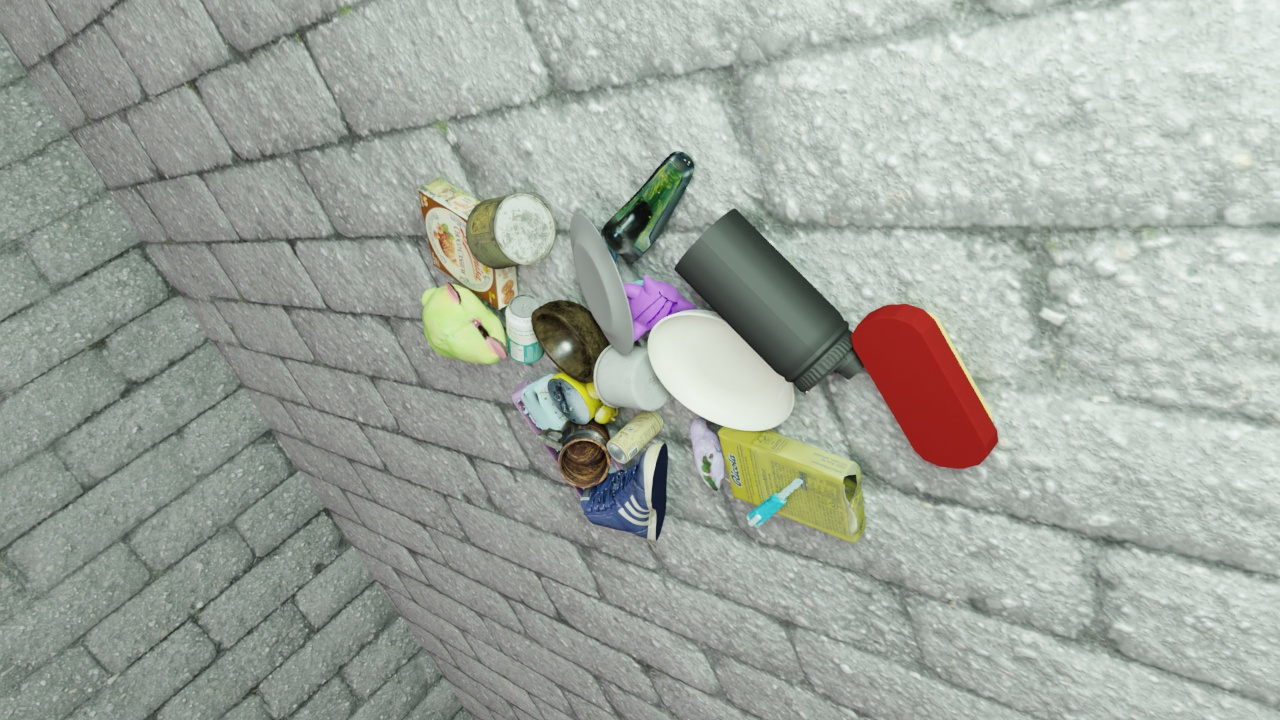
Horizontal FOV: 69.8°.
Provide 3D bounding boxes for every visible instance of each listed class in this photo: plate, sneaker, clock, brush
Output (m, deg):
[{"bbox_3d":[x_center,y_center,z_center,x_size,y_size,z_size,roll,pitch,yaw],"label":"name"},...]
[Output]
[{"bbox_3d":[0.095,0.006,1.046,0.182,0.034,0.183,23,144,18],"label":"plate"},{"bbox_3d":[-0.028,0.178,1.323,0.118,0.091,0.233,12,148,11],"label":"sneaker"},{"bbox_3d":[-0.078,0.050,1.305,0.119,0.057,0.083,22,140,36],"label":"clock"},{"bbox_3d":[0.270,0.021,0.861,0.082,0.041,0.173,-14,113,55],"label":"brush"},{"bbox_3d":[-0.052,-0.089,1.096,0.178,0.012,0.179,59,162,32],"label":"plate"}]

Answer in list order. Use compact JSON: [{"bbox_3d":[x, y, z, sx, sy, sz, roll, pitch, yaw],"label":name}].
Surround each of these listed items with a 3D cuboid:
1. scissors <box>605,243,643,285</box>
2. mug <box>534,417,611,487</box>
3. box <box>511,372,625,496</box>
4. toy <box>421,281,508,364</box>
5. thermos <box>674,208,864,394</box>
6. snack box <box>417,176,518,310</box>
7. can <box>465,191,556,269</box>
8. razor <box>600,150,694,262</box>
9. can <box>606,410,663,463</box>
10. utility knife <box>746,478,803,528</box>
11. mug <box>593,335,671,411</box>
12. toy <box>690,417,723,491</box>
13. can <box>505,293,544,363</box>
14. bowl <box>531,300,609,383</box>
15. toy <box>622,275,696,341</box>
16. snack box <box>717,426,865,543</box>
[{"bbox_3d":[-0.042,-0.100,1.144,0.140,0.013,0.118,-10,117,56],"label":"scissors"},{"bbox_3d":[-0.098,0.124,1.329,0.116,0.080,0.107,27,-171,-9],"label":"mug"},{"bbox_3d":[-0.104,0.111,1.434,0.214,0.091,0.090,57,-169,-13],"label":"box"},{"bbox_3d":[-0.267,-0.048,1.354,0.150,0.107,0.197,51,175,-7],"label":"toy"},{"bbox_3d":[0.133,-0.050,0.909,0.198,0.085,0.086,46,149,4],"label":"thermos"},{"bbox_3d":[-0.239,-0.164,1.286,0.147,0.041,0.143,33,145,24],"label":"snack box"},{"bbox_3d":[-0.163,-0.162,1.149,0.075,0.089,0.090,2,126,51],"label":"can"},{"bbox_3d":[0.008,-0.161,0.967,0.054,0.067,0.152,46,141,2],"label":"razor"},{"bbox_3d":[-0.006,0.102,1.252,0.038,0.079,0.038,32,145,26],"label":"can"},{"bbox_3d":[0.162,0.171,1.094,0.022,0.015,0.167,41,152,6],"label":"utility knife"},{"bbox_3d":[-0.007,0.007,1.161,0.071,0.084,0.113,6,97,45],"label":"mug"},{"bbox_3d":[0.088,0.120,1.163,0.099,0.036,0.080,-98,-13,-59],"label":"toy"},{"bbox_3d":[-0.164,-0.044,1.310,0.055,0.054,0.102,35,146,21],"label":"can"},{"bbox_3d":[-0.083,-0.034,1.219,0.121,0.056,0.121,36,151,24],"label":"bowl"},{"bbox_3d":[0.015,-0.060,1.071,0.106,0.055,0.088,30,138,-16],"label":"toy"},{"bbox_3d":[0.184,0.141,1.096,0.181,0.045,0.121,18,140,37],"label":"snack box"}]
